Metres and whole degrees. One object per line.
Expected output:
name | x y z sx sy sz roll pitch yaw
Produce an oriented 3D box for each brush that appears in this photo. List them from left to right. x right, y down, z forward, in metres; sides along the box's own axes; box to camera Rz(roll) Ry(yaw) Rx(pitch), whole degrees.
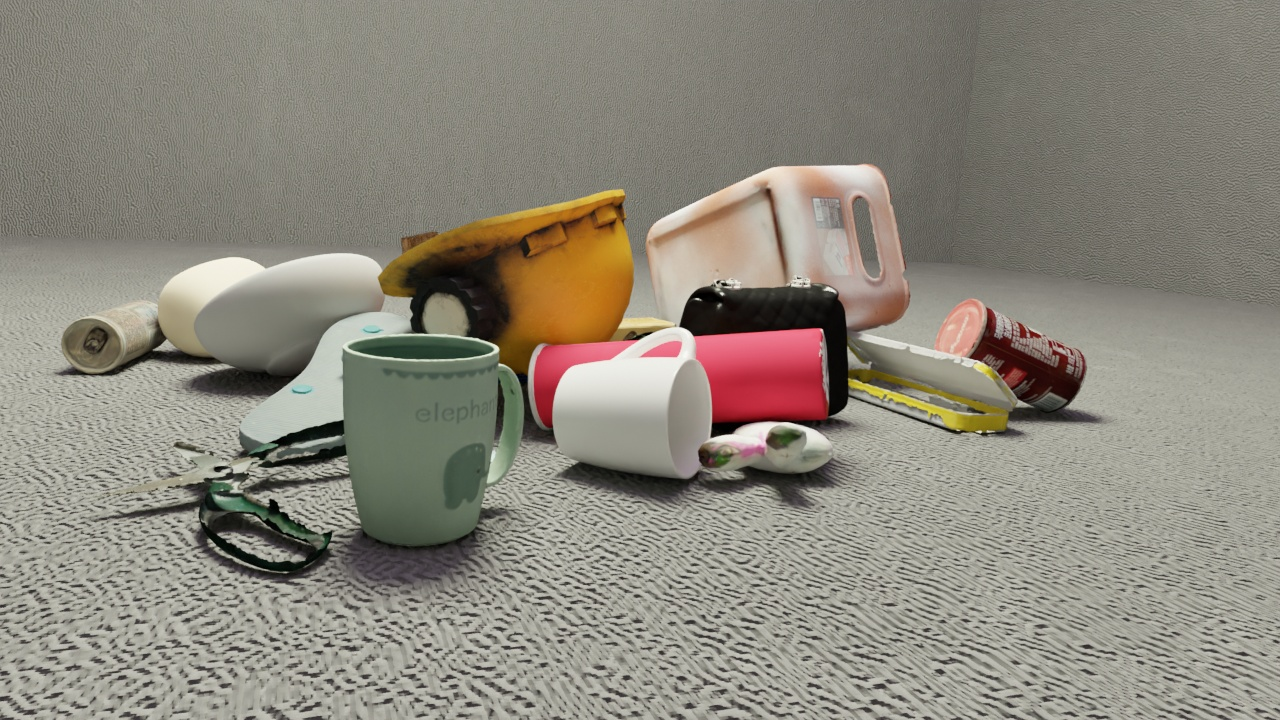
brush | -0.201 -0.048 0.869 0.008 0.143 0.045 7 20 29

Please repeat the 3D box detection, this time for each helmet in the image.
helmet | -0.091 -0.052 0.808 0.206 0.131 0.254 -23 2 30

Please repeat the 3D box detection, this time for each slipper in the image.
slipper | -0.230 0.027 0.741 0.098 0.055 0.268 7 21 0

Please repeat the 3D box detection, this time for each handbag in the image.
handbag | 0.097 -0.012 0.805 0.153 0.125 0.115 -3 12 -29

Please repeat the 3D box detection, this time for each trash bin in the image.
trash bin | 0.139 -0.102 1.030 0.157 0.181 0.260 -8 -3 -36

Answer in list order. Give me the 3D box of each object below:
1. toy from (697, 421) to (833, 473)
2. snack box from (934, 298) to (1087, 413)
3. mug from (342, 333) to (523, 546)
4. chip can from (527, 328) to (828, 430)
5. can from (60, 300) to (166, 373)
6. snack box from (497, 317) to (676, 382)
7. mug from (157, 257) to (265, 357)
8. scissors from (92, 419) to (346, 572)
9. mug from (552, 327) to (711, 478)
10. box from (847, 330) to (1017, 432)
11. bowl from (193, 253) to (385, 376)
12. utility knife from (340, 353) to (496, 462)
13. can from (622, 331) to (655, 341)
toy | 0.096 0.061 0.644 0.079 0.038 0.122 -7 -5 32
snack box | 0.353 -0.003 0.879 0.121 0.072 0.072 23 7 -12
mug | -0.110 0.041 0.513 0.084 0.104 0.111 11 14 38
chip can | 0.030 0.015 0.701 0.221 0.069 0.069 -3 9 16
can | -0.513 -0.026 0.905 0.054 0.054 0.135 1 11 -9
snack box | -0.065 -0.011 0.955 0.206 0.057 0.056 -3 11 -26
mug | -0.432 -0.049 0.952 0.120 0.096 0.099 17 21 10
scissors | -0.202 0.069 0.547 0.202 0.015 0.203 18 21 39
mug | -0.002 0.024 0.639 0.088 0.114 0.081 2 -34 25
box | 0.264 0.022 0.883 0.067 0.070 0.210 22 1 -26
bowl | -0.319 -0.031 0.865 0.176 0.066 0.177 -24 -9 -4
utility knife | -0.162 0.033 0.683 0.176 0.015 0.022 30 33 27
can | -0.005 0.005 0.880 0.054 0.054 0.137 6 11 18
